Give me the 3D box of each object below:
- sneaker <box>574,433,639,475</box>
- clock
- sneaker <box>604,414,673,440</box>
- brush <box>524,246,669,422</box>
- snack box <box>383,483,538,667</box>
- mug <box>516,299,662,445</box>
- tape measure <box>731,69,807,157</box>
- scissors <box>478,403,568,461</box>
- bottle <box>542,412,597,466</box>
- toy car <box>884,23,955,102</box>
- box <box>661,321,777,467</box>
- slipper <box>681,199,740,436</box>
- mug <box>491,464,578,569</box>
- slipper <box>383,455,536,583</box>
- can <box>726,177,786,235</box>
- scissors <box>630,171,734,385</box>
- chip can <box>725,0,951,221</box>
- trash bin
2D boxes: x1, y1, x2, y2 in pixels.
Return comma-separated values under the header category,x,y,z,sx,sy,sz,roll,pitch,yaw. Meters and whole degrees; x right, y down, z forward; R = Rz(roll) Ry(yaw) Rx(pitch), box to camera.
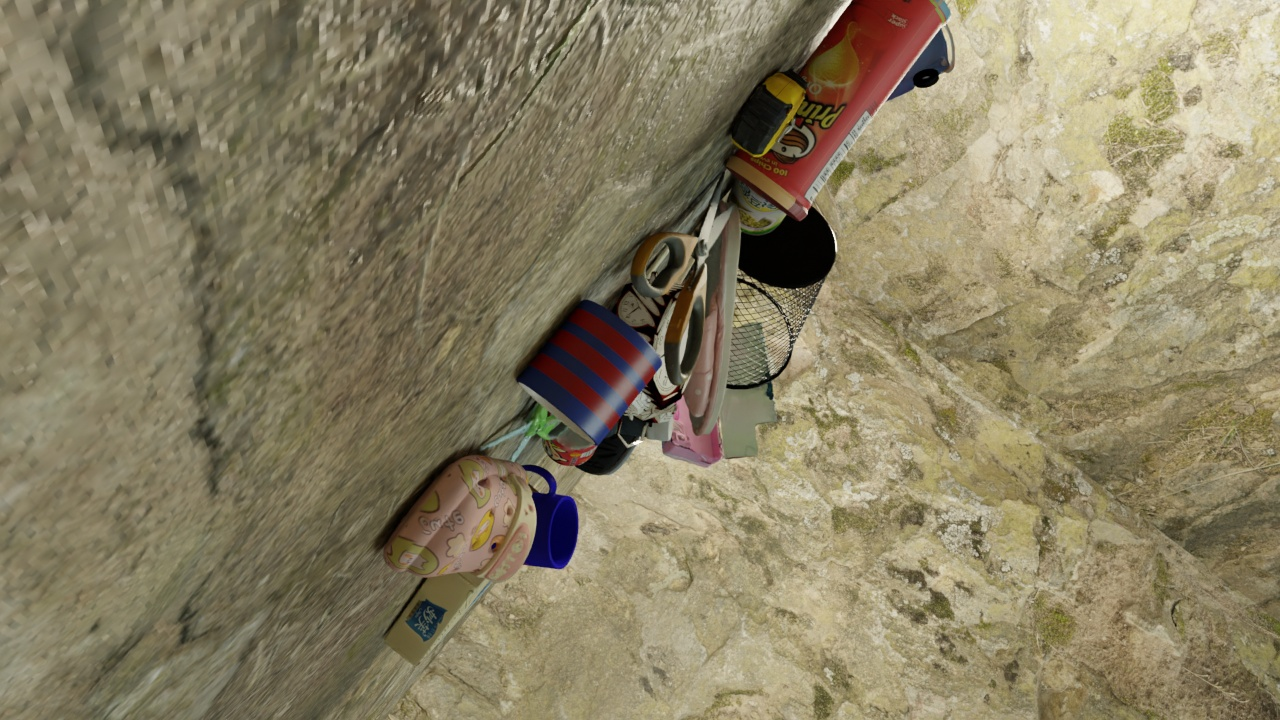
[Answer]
category,x,y,z,sx,sy,sz,roll,pitch,yaw
sneaker,-0.006,0.024,1.196,0.257,0.093,0.160,-55,-176,26
clock,0.000,0.002,0.828,0.114,0.065,0.154,27,77,-65
sneaker,-0.006,0.006,0.973,0.235,0.087,0.089,-84,176,-59
brush,-0.036,-0.024,0.847,0.217,0.012,0.033,-52,177,-13
snack box,-0.202,0.250,1.104,0.154,0.055,0.206,-54,176,26
mug,-0.044,0.006,0.675,0.076,0.075,0.112,-51,-158,-10
tape measure,0.102,-0.192,0.725,0.066,0.037,0.064,-54,176,34
scissors,-0.092,0.056,0.791,0.173,0.021,0.171,-51,170,18
bottle,-0.077,0.084,0.999,0.061,0.062,0.138,-51,176,-21
toy car,0.223,-0.276,0.881,0.153,0.056,0.054,-24,-143,7
box,0.097,0.038,1.240,0.062,0.160,0.230,105,-13,-50
slipper,0.068,-0.042,1.013,0.114,0.054,0.275,-100,-166,-65
mug,-0.122,0.168,1.001,0.079,0.084,0.111,-25,116,-68
slipper,-0.116,0.124,0.695,0.093,0.081,0.197,-54,171,5
can,0.134,-0.183,0.963,0.067,0.067,0.121,-51,176,-15
scissors,0.049,-0.078,0.803,0.224,0.016,0.175,-47,131,-53
chip can,0.172,-0.234,0.812,0.213,0.087,0.087,-53,176,10
trash bin,0.141,-0.094,1.166,0.183,0.184,0.211,-50,170,-32
